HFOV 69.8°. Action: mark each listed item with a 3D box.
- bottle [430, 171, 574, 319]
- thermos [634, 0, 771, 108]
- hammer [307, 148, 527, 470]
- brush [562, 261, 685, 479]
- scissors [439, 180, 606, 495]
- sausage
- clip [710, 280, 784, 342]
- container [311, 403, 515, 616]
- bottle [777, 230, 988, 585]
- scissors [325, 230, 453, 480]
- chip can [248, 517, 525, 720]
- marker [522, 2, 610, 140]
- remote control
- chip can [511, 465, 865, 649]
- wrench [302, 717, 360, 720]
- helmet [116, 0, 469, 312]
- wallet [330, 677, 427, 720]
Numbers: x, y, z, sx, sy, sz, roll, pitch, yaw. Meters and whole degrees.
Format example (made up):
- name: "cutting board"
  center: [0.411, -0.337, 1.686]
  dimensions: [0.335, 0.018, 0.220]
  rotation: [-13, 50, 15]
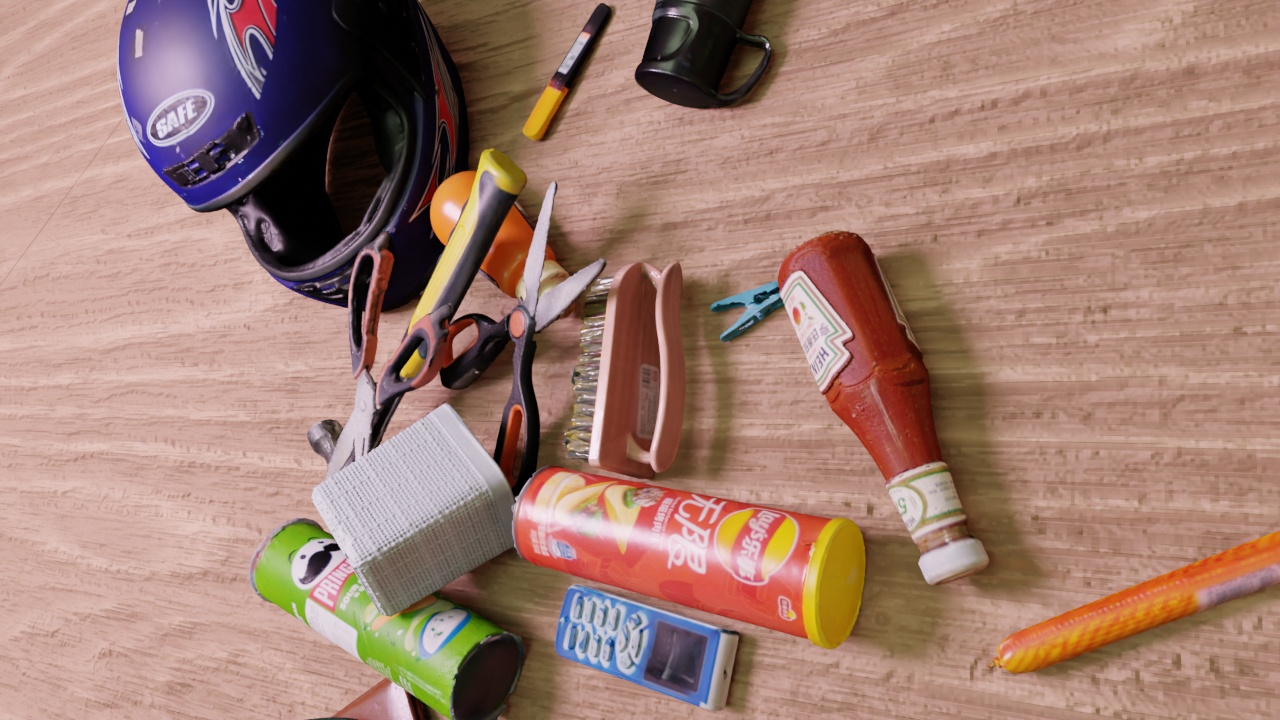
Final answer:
- name: "bottle"
  center: [-0.101, -0.084, 0.705]
  dimensions: [0.149, 0.066, 0.067]
  rotation: [46, 103, 25]
- name: "thermos"
  center: [0.074, -0.301, 0.653]
  dimensions: [0.090, 0.068, 0.242]
  rotation: [18, 89, 3]
- name: "hammer"
  center: [-0.167, -0.009, 0.695]
  dimensions: [0.126, 0.031, 0.324]
  rotation: [49, 120, 30]
- name: "brush"
  center: [-0.004, 0.004, 0.615]
  dimensions: [0.073, 0.063, 0.145]
  rotation: [-4, 73, 36]
- name: "scissors"
  center: [-0.087, -0.007, 0.655]
  dimensions: [0.221, 0.021, 0.229]
  rotation: [-5, 88, 50]
- name: "sausage"
  center: [0.246, 0.119, 0.446]
  dimensions: [0.165, 0.021, 0.021]
  rotation: [-31, 63, 22]
- name: "clip"
  center: [0.073, -0.036, 0.605]
  dimensions: [0.055, 0.013, 0.038]
  rotation: [-28, 64, 23]
- name: "container"
  center: [-0.154, 0.107, 0.637]
  dimensions: [0.111, 0.090, 0.090]
  rotation: [-32, 54, -21]
- name: "bottle"
  center: [0.137, 0.023, 0.520]
  dimensions: [0.060, 0.059, 0.206]
  rotation: [-29, 65, 23]
- name: "scissors"
  center: [-0.200, 0.013, 0.692]
  dimensions: [0.227, 0.015, 0.189]
  rotation: [-33, 68, 36]
- name: "chip can"
  center: [-0.193, 0.190, 0.680]
  dimensions: [0.236, 0.072, 0.072]
  rotation: [16, 86, 34]
- name: "marker"
  center: [-0.059, -0.234, 0.744]
  dimensions: [0.018, 0.015, 0.124]
  rotation: [32, 92, 33]
- name: "remote control"
  center: [0.002, 0.180, 0.586]
  dimensions: [0.125, 0.024, 0.049]
  rotation: [7, 81, 35]
- name: "chip can"
  center: [0.024, 0.113, 0.562]
  dimensions: [0.217, 0.073, 0.073]
  rotation: [7, 81, 34]
- name: "wrench"
  center: [-0.139, 0.261, 0.621]
  dimensions: [0.274, 0.056, 0.016]
  rotation: [-4, 91, 18]
- name: "helmet"
  center: [-0.290, -0.210, 0.751]
  dimensions: [0.248, 0.240, 0.315]
  rotation: [-22, 67, 28]
- name: "wallet"
  center: [-0.187, 0.303, 0.672]
  dimensions: [0.101, 0.032, 0.124]
  rotation: [-38, 60, 15]
